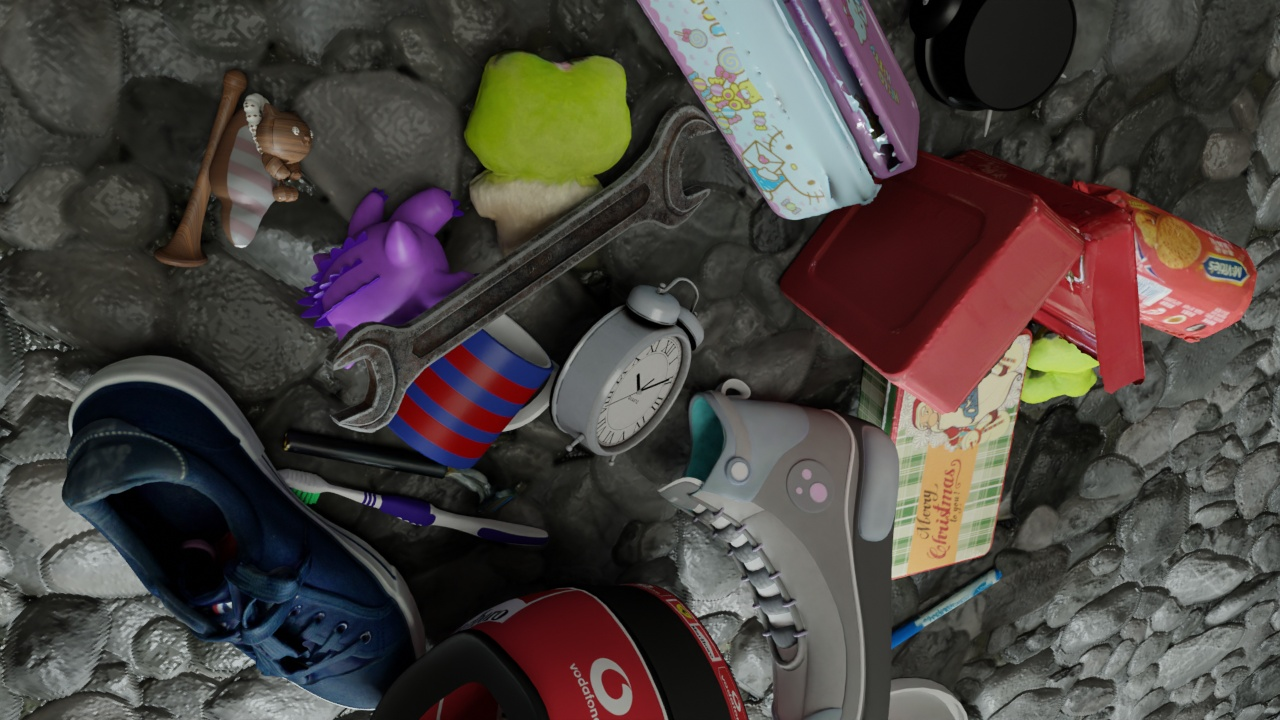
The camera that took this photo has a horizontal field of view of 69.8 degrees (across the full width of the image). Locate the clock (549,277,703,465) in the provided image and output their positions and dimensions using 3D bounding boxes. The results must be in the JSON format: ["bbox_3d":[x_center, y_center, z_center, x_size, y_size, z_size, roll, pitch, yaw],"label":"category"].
[{"bbox_3d":[-0.003,0.003,0.558,0.122,0.035,0.094,-55,154,1],"label":"clock"}]

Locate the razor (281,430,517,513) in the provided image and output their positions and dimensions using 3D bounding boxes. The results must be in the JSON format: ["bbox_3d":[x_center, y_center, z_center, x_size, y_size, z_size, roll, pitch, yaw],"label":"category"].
[{"bbox_3d":[-0.149,0.066,0.573,0.144,0.022,0.043,20,147,-23],"label":"razor"}]

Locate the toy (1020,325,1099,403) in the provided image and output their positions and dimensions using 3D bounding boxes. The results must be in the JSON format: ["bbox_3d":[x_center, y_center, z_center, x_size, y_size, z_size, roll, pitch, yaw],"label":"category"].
[{"bbox_3d":[0.316,-0.002,0.680,0.094,0.036,0.093,-14,141,20],"label":"toy"}]

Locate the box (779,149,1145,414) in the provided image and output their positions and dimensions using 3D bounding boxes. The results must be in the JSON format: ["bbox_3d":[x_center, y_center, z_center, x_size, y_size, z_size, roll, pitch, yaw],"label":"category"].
[{"bbox_3d":[0.183,-0.047,0.556,0.165,0.157,0.152,-21,118,-6],"label":"box"}]

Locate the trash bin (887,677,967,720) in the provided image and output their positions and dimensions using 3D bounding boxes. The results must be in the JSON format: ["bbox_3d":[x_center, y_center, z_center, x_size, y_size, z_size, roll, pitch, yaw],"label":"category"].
[{"bbox_3d":[0.250,0.418,0.784,0.195,0.199,0.196,-8,118,-16],"label":"trash bin"}]

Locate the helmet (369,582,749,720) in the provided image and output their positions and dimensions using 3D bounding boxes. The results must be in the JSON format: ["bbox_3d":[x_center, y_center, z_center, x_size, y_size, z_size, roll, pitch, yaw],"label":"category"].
[{"bbox_3d":[-0.037,0.248,0.587,0.224,0.197,0.272,0,141,-43],"label":"helmet"}]

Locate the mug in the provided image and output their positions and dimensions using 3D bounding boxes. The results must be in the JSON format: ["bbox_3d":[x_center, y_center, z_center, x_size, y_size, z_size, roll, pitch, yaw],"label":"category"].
[{"bbox_3d":[-0.093,0.015,0.543,0.076,0.075,0.112,-50,145,8],"label":"mug"}]

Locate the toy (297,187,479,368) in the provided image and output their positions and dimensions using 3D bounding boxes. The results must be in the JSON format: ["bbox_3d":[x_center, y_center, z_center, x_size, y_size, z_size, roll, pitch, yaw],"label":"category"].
[{"bbox_3d":[-0.136,-0.045,0.484,0.088,0.106,0.055,-30,159,21],"label":"toy"}]

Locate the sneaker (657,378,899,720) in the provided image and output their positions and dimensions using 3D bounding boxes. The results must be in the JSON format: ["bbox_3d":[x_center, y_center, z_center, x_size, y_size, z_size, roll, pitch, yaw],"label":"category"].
[{"bbox_3d":[0.080,0.145,0.598,0.160,0.093,0.256,17,70,-18],"label":"sneaker"}]

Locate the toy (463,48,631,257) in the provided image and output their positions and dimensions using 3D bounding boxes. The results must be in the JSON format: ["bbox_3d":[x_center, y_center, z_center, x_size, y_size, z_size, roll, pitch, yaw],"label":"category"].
[{"bbox_3d":[-0.052,-0.110,0.505,0.092,0.043,0.118,-4,121,-24],"label":"toy"}]

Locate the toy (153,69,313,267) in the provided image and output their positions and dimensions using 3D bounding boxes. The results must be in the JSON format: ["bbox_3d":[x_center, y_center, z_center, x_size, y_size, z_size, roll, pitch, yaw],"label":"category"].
[{"bbox_3d":[-0.201,-0.091,0.463,0.055,0.041,0.102,21,99,-4],"label":"toy"}]

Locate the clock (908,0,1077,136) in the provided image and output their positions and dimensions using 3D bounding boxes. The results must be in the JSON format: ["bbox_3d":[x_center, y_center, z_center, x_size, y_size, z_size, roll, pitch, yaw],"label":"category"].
[{"bbox_3d":[0.210,-0.203,0.551,0.091,0.042,0.121,-36,122,0],"label":"clock"}]

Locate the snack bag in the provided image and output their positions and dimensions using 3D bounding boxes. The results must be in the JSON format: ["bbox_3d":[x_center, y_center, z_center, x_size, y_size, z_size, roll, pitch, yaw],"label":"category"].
[{"bbox_3d":[0.358,-0.067,0.655,0.176,0.082,0.082,15,109,-25],"label":"snack bag"}]

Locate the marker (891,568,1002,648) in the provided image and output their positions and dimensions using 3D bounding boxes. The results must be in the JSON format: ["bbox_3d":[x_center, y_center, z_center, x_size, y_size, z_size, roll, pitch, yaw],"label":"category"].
[{"bbox_3d":[0.253,0.221,0.797,0.142,0.013,0.013,-31,121,-3],"label":"marker"}]

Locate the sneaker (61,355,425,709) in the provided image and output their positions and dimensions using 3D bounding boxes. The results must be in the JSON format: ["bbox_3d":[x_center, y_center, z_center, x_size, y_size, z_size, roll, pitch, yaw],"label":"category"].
[{"bbox_3d":[-0.208,0.138,0.516,0.121,0.127,0.295,-23,128,3],"label":"sneaker"}]

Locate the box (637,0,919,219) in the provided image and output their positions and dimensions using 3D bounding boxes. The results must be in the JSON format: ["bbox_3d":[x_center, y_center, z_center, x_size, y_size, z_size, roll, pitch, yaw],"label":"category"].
[{"bbox_3d":[0.071,-0.182,0.514,0.093,0.089,0.214,-16,129,33],"label":"box"}]

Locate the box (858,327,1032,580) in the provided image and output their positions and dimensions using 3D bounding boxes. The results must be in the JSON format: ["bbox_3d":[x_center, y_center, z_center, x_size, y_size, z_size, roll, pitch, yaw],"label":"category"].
[{"bbox_3d":[0.221,0.066,0.687,0.117,0.050,0.206,-7,118,-15],"label":"box"}]

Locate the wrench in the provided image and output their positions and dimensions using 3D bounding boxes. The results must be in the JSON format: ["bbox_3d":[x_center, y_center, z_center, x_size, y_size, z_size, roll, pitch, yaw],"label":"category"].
[{"bbox_3d":[-0.050,-0.054,0.483,0.272,0.010,0.070,-39,137,-29],"label":"wrench"}]

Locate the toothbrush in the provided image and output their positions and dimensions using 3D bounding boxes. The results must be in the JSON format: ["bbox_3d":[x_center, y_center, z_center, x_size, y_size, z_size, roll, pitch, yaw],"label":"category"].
[{"bbox_3d":[-0.144,0.098,0.593,0.186,0.015,0.016,19,112,-27],"label":"toothbrush"}]
